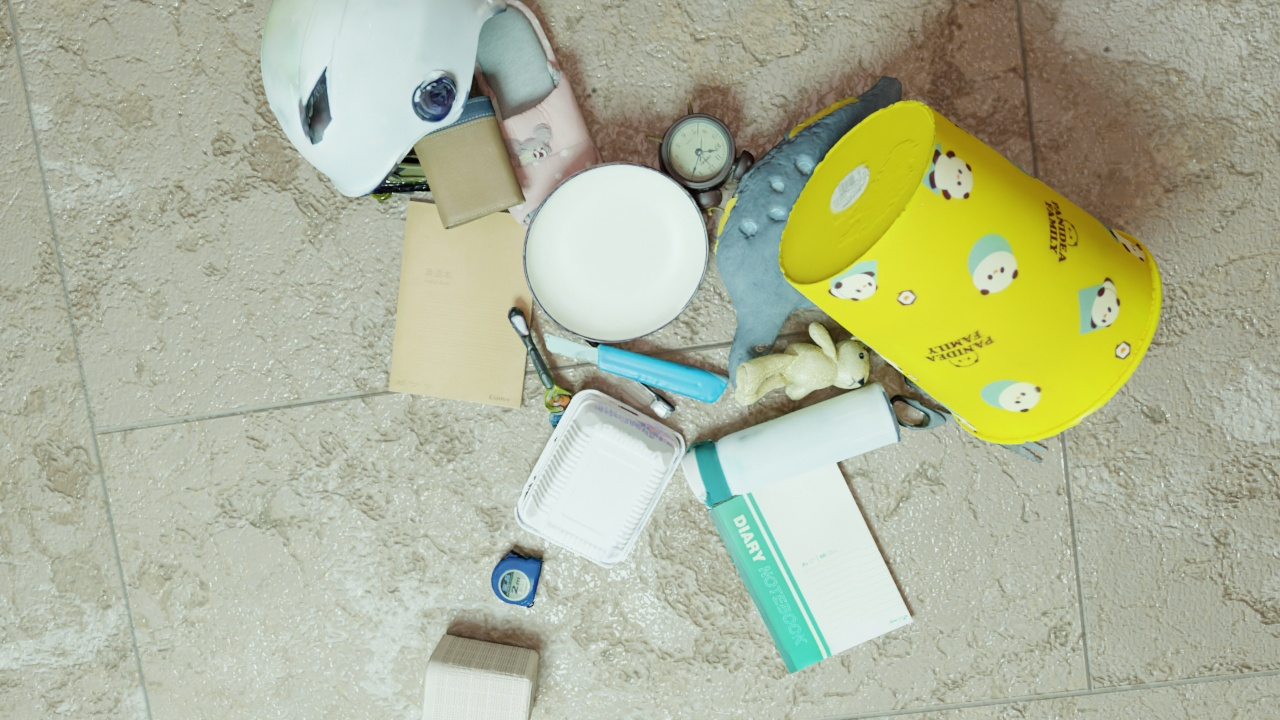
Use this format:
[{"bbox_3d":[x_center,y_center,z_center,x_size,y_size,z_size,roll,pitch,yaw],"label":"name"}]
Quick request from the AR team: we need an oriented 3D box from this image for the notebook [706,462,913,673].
[{"bbox_3d":[0.185,0.222,1.003,0.150,0.012,0.209,-26,94,7],"label":"notebook"}]

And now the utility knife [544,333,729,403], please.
[{"bbox_3d":[-0.006,0.006,0.979,0.202,0.018,0.034,16,97,-6],"label":"utility knife"}]

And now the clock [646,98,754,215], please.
[{"bbox_3d":[0.068,-0.205,0.948,0.082,0.055,0.122,-41,93,6],"label":"clock"}]

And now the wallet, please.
[{"bbox_3d":[-0.174,-0.198,0.914,0.090,0.033,0.115,-21,90,-7],"label":"wallet"}]

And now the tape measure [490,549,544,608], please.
[{"bbox_3d":[-0.138,0.242,1.019,0.054,0.025,0.058,13,92,4],"label":"tape measure"}]

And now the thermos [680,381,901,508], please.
[{"bbox_3d":[0.154,0.089,0.965,0.224,0.073,0.073,-20,94,6],"label":"thermos"}]

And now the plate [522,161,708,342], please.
[{"bbox_3d":[-0.026,-0.113,0.949,0.192,0.039,0.193,-4,115,-9],"label":"plate"}]

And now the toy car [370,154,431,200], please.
[{"bbox_3d":[-0.237,-0.193,0.964,0.158,0.070,0.042,-1,94,2],"label":"toy car"}]

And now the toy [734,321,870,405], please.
[{"bbox_3d":[0.167,0.012,0.941,0.157,0.066,0.105,-11,131,-18],"label":"toy"}]

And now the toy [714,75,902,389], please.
[{"bbox_3d":[0.147,-0.131,0.923,0.137,0.091,0.357,14,104,-35],"label":"toy"}]

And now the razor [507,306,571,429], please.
[{"bbox_3d":[-0.106,0.007,0.988,0.043,0.022,0.143,-25,102,4],"label":"razor"}]

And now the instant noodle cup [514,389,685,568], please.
[{"bbox_3d":[-0.043,0.133,0.977,0.138,0.060,0.173,28,95,-8],"label":"instant noodle cup"}]

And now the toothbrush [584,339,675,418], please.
[{"bbox_3d":[-0.034,-0.001,0.994,0.181,0.015,0.018,42,105,-1],"label":"toothbrush"}]

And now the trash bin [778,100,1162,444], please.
[{"bbox_3d":[0.279,-0.082,0.819,0.255,0.229,0.230,29,97,-21],"label":"trash bin"}]

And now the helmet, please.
[{"bbox_3d":[-0.267,-0.300,0.861,0.229,0.145,0.258,30,88,44],"label":"helmet"}]

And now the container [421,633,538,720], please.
[{"bbox_3d":[-0.173,0.361,1.003,0.111,0.090,0.090,7,95,0],"label":"container"}]

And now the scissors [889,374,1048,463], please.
[{"bbox_3d":[0.345,0.071,0.978,0.142,0.014,0.173,-29,94,3],"label":"scissors"}]

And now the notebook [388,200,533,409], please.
[{"bbox_3d":[-0.192,-0.060,1.002,0.149,0.012,0.211,7,95,3],"label":"notebook"}]

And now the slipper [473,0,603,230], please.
[{"bbox_3d":[-0.112,-0.246,0.953,0.114,0.054,0.274,-18,92,1],"label":"slipper"}]
